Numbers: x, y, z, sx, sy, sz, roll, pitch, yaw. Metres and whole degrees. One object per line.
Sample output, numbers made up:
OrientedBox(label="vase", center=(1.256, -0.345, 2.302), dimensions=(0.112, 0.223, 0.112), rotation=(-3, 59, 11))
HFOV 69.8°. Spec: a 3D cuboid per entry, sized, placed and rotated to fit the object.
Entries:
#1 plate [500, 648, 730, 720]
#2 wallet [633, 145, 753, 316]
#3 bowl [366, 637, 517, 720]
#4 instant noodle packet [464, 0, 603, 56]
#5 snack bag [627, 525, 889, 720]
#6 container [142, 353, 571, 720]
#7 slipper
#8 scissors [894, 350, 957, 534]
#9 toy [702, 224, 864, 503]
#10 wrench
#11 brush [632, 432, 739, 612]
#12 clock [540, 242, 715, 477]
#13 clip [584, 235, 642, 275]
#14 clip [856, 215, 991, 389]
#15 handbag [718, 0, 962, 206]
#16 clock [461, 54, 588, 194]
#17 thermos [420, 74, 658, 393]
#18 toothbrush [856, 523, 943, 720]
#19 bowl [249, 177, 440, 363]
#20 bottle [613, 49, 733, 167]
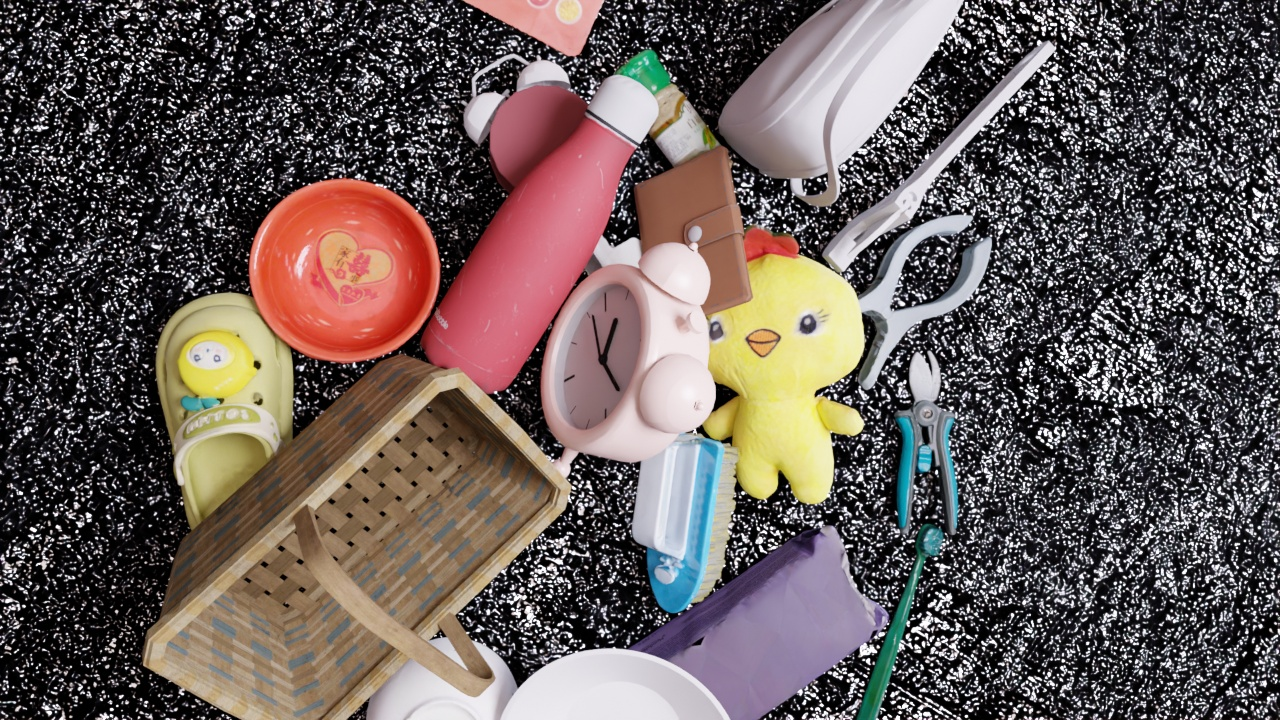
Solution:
OrientedBox(label="plate", center=(-0.014, 0.278, 0.652), dimensions=(0.174, 0.036, 0.174), rotation=(1, 99, 6))
OrientedBox(label="wallet", center=(0.036, -0.089, 0.680), dimensions=(0.013, 0.088, 0.121), rotation=(11, 66, -52))
OrientedBox(label="bowl", center=(-0.142, 0.264, 0.663), dimensions=(0.113, 0.063, 0.113), rotation=(0, 89, -10))
OrientedBox(label="instant noodle packet", center=(-0.073, -0.365, 0.688), dimensions=(0.164, 0.084, 0.221), rotation=(24, 94, -13))
OrientedBox(label="snack bag", center=(0.087, 0.220, 0.703), dimensions=(0.205, 0.058, 0.096), rotation=(-33, 93, -7))
OrientedBox(label="container", center=(-0.167, 0.130, 0.582), dimensions=(0.249, 0.186, 0.157), rotation=(-43, 128, -8))
OrientedBox(label="slipper", center=(-0.290, 0.048, 0.636), dimensions=(0.091, 0.081, 0.190), rotation=(-6, 92, -7))
OrientedBox(label="scissors", center=(0.228, 0.072, 0.745), dimensions=(0.149, 0.019, 0.131), rotation=(-43, 85, -7))
OrientedBox(label="toy", center=(0.103, 0.005, 0.691), dimensions=(0.134, 0.092, 0.207), rotation=(-1, 91, 26))
OrientedBox(label="wrench", center=(0.243, -0.167, 0.738), dimensions=(0.018, 0.087, 0.272), rotation=(47, 72, -5))
OrientedBox(label="brush", center=(0.027, 0.122, 0.681), dimensions=(0.075, 0.055, 0.136), rotation=(0, 99, -48))
OrientedBox(label="clock", center=(-0.004, 0.004, 0.635), dimensions=(0.086, 0.161, 0.131), rotation=(13, 63, -29))
OrientedBox(label="clip", center=(-0.014, -0.070, 0.706), dimensions=(0.054, 0.057, 0.102), rotation=(-30, 95, 15))
OrientedBox(label="clip", center=(0.205, -0.067, 0.744), dimensions=(0.106, 0.028, 0.163), rotation=(45, 82, -4))
OrientedBox(label="handbag", center=(0.166, -0.225, 0.647), dimensions=(0.095, 0.216, 0.222), rotation=(40, 92, -16))
OrientedBox(label="clock", center=(-0.077, -0.169, 0.691), dimensions=(0.087, 0.044, 0.124), rotation=(-34, 94, -8))
OrientedBox(label="thermos", center=(-0.066, -0.090, 0.644), dimensions=(0.073, 0.073, 0.240), rotation=(32, 102, -7))
OrientedBox(label="toothbrush", center=(0.208, 0.223, 0.743), dimensions=(0.016, 0.017, 0.189), rotation=(21, 85, -8))
OrientedBox(label="bowl", center=(-0.211, -0.062, 0.666), dimensions=(0.130, 0.045, 0.130), rotation=(0, 89, -9))
OrientedBox(label="bottle", center=(0.025, -0.184, 0.709), dimensions=(0.043, 0.043, 0.111), rotation=(-38, 95, -8))
